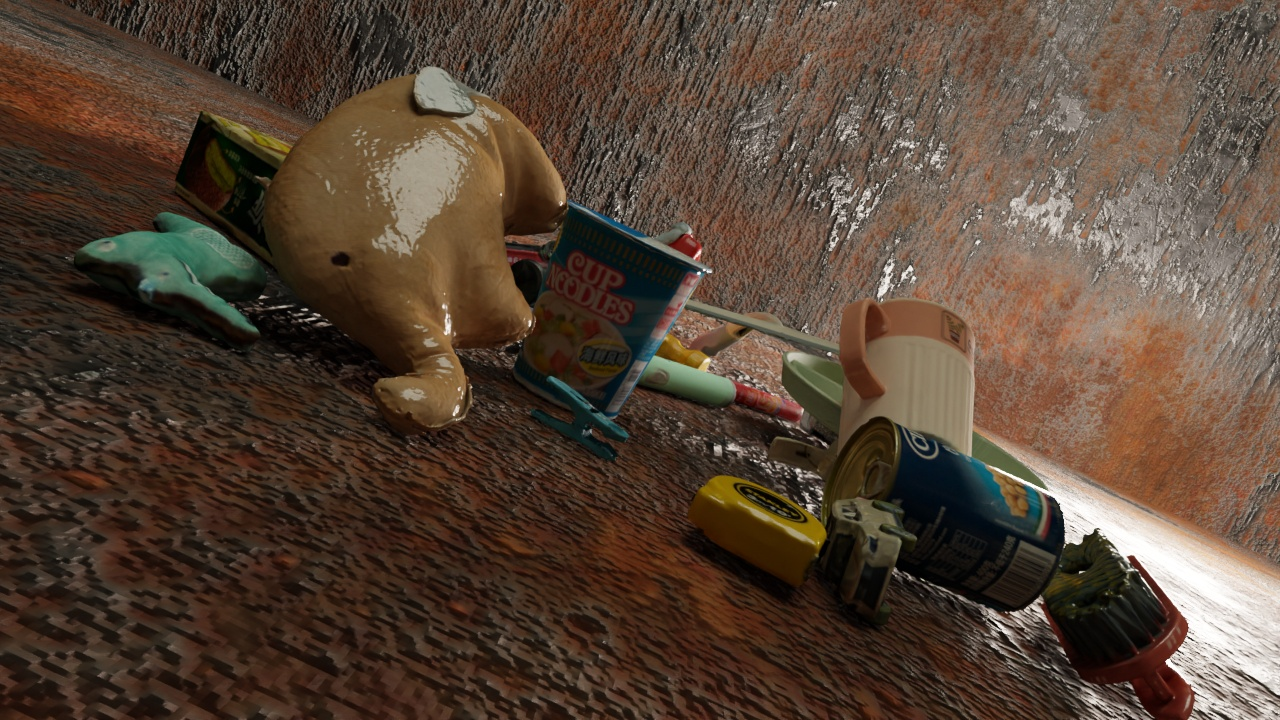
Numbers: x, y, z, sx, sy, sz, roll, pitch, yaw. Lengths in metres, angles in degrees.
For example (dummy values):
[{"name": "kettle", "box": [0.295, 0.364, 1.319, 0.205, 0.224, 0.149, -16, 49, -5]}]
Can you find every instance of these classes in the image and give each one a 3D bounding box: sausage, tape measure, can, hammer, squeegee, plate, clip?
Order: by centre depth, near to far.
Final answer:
[{"name": "tape measure", "box": [0.051, 0.075, 0.403, 0.060, 0.029, 0.057, 27, 9, 16]}, {"name": "clip", "box": [-0.031, 0.031, 0.474, 0.056, 0.041, 0.014, 31, 12, 20]}, {"name": "can", "box": [0.168, 0.087, 0.512, 0.111, 0.075, 0.075, 24, 8, -9]}, {"name": "clip", "box": [0.143, 0.077, 0.659, 0.064, 0.034, 0.098, 32, 14, 39]}, {"name": "plate", "box": [0.211, 0.056, 0.728, 0.230, 0.027, 0.230, 24, 14, -7]}, {"name": "hammer", "box": [-0.033, -0.037, 0.753, 0.129, 0.033, 0.300, 33, 4, 18]}, {"name": "sausage", "box": [0.106, 0.036, 0.877, 0.155, 0.020, 0.020, 19, 10, -35]}, {"name": "squeegee", "box": [0.097, -0.025, 0.903, 0.246, 0.039, 0.247, 15, -9, -15]}]

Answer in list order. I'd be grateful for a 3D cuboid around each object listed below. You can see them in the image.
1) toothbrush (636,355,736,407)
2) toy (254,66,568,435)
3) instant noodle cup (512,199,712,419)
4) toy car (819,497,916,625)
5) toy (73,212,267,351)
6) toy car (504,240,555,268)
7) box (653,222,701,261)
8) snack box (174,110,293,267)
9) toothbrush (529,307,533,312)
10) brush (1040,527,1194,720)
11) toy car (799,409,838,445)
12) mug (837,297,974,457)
[{"name": "toothbrush", "box": [-0.004, 0.004, 0.716, 0.224, 0.026, 0.027, 18, 14, -42]}, {"name": "toy", "box": [-0.113, -0.055, 0.442, 0.143, 0.083, 0.225, 19, 46, -11]}, {"name": "instant noodle cup", "box": [-0.023, -0.026, 0.555, 0.099, 0.110, 0.099, 24, 9, -4]}, {"name": "toy car", "box": [0.103, 0.089, 0.425, 0.035, 0.042, 0.090, 16, 6, 7]}, {"name": "toy", "box": [-0.196, -0.036, 0.397, 0.096, 0.030, 0.091, 33, 13, 3]}, {"name": "toy car", "box": [-0.115, -0.081, 0.785, 0.120, 0.045, 0.053, 2, -4, -13]}, {"name": "box", "box": [0.014, -0.083, 0.928, 0.068, 0.090, 0.201, 38, -9, 7]}, {"name": "snack box", "box": [-0.206, -0.093, 0.615, 0.240, 0.063, 0.114, 30, 9, 37]}, {"name": "toothbrush", "box": [-0.103, -0.045, 0.772, 0.029, 0.021, 0.189, -9, -14, 33]}, {"name": "brush", "box": [0.256, 0.142, 0.493, 0.069, 0.063, 0.145, 56, 15, 8]}, {"name": "toy car", "box": [0.182, 0.058, 0.848, 0.031, 0.049, 0.105, 27, 6, -28]}, {"name": "mug", "box": [0.161, 0.017, 0.578, 0.082, 0.105, 0.114, -18, -51, 36]}]
